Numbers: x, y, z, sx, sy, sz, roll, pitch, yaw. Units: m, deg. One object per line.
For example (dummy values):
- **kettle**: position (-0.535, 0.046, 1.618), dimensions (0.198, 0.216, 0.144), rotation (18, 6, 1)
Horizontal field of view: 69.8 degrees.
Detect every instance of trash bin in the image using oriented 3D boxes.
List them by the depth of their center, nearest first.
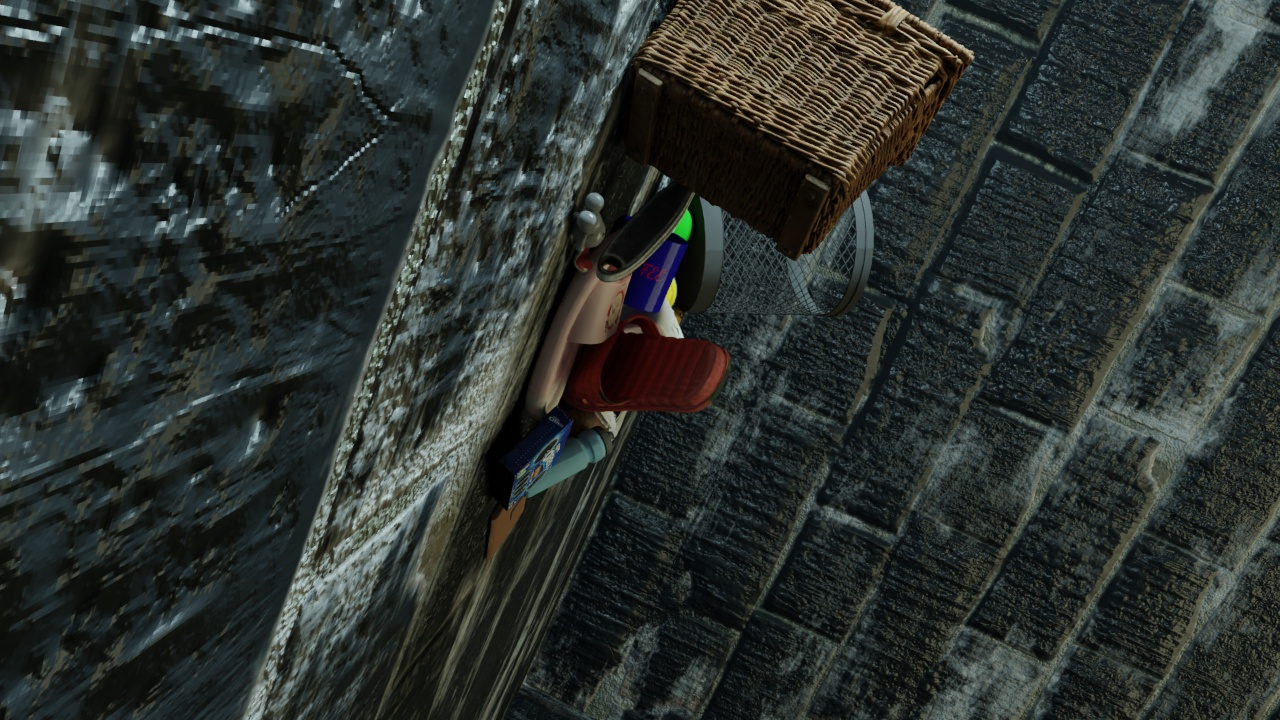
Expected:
- **trash bin**: position (0.163, -0.164, 1.264), dimensions (0.218, 0.227, 0.217), rotation (176, -89, -74)

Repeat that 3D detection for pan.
- **pan**: position (0.069, -0.198, 0.893), dimensions (0.355, 0.187, 0.055), rotation (-48, 163, -32)

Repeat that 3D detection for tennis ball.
- **tennis ball**: position (0.034, -0.173, 1.176), dimensions (0.065, 0.065, 0.065), rotation (27, 87, -86)

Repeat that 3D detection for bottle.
- **bottle**: position (-0.086, 0.114, 1.064), dimensions (0.129, 0.040, 0.040), rotation (-26, 156, -26)

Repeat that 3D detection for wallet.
- **wallet**: position (-0.162, 0.186, 1.117), dimensions (0.087, 0.013, 0.121), rotation (-57, 171, -35)

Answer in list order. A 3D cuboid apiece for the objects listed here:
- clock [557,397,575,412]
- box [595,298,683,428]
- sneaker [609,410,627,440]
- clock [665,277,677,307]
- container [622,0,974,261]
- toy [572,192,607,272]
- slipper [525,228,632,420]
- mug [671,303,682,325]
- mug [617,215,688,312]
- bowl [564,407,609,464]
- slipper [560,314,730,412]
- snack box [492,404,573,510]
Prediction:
- **clock**: position (-0.074, 0.059, 1.180), dimensions (0.116, 0.060, 0.162), rotation (-60, 170, -48)
- **box**: position (-0.015, 0.010, 1.082), dimensions (0.136, 0.121, 0.109), rotation (-82, 155, -48)
- **sneaker**: position (-0.058, 0.049, 1.325), dimensions (0.234, 0.084, 0.079), rotation (-52, 133, -39)
- **clock**: position (-0.004, -0.074, 1.146), dimensions (0.057, 0.083, 0.119), rotation (-44, 156, -64)
- **container**: position (0.112, -0.223, 0.795), dimensions (0.182, 0.250, 0.162), rotation (-54, 172, -21)
- **toy**: position (-0.044, -0.112, 0.791), dimensions (0.112, 0.030, 0.049), rotation (112, -1, -78)
- **slipper**: position (-0.055, -0.035, 0.908), dimensions (0.222, 0.056, 0.106), rotation (-63, 175, 14)
- **mug**: position (-0.009, -0.040, 1.230), dimensions (0.123, 0.100, 0.094), rotation (-6, 123, -51)
- **mug**: position (0.001, -0.113, 1.047), dimensions (0.111, 0.079, 0.084), rotation (-89, -159, -72)
- **bowl**: position (-0.082, 0.106, 1.112), dimensions (0.114, 0.026, 0.102), rotation (-24, 136, -20)
- **slipper**: position (-0.014, 0.002, 0.955), dimensions (0.249, 0.059, 0.103), rotation (0, -120, 49)
- **snack box**: position (-0.113, 0.104, 0.950), dimensions (0.082, 0.027, 0.150), rotation (-43, 172, -23)
